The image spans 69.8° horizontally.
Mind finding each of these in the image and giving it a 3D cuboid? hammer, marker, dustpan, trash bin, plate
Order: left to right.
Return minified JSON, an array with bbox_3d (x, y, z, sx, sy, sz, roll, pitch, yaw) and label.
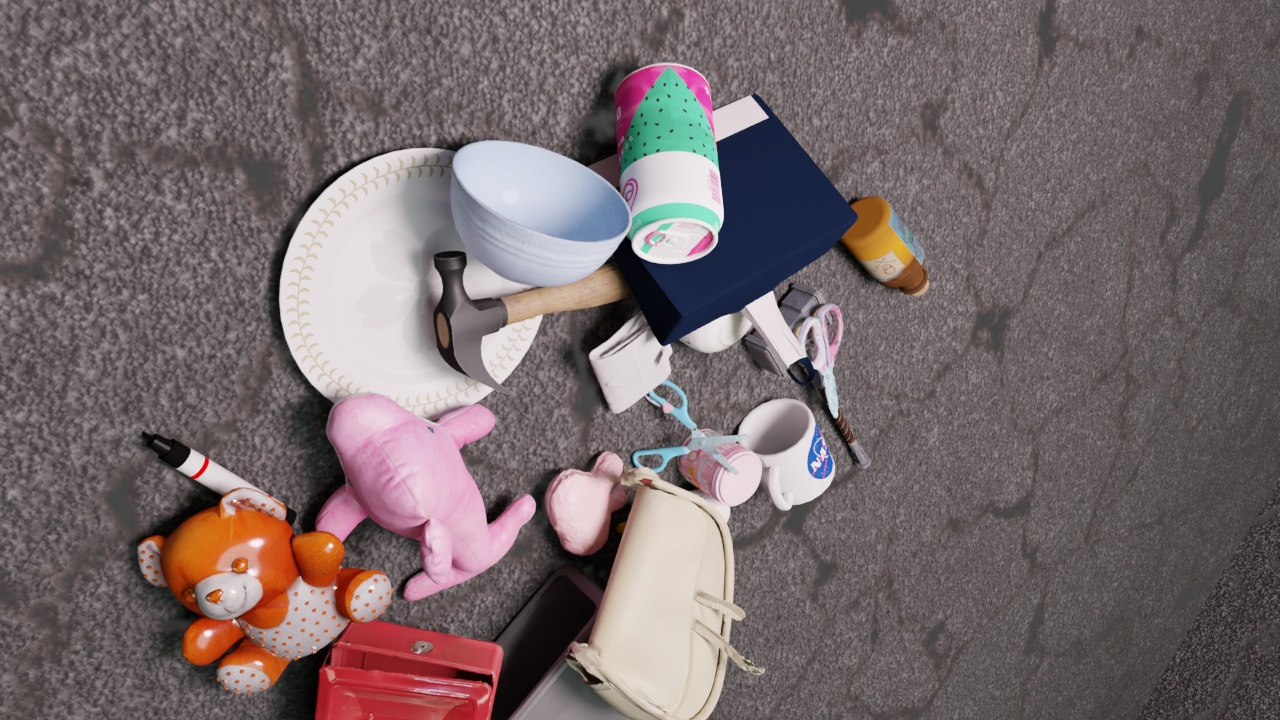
[{"bbox_3d":[-0.341,0.097,0.742,0.019,0.019,0.145,-51,130,-9],"label":"marker"},{"bbox_3d":[-0.189,-0.061,0.794,0.242,0.016,0.243,-15,116,-32],"label":"plate"},{"bbox_3d":[-0.062,0.363,1.012,0.191,0.098,0.220,-49,131,-11],"label":"trash bin"},{"bbox_3d":[-0.052,-0.062,0.868,0.304,0.040,0.132,-19,117,-37],"label":"hammer"},{"bbox_3d":[0.098,-0.101,0.902,0.235,0.273,0.080,-30,167,-27],"label":"dustpan"},{"bbox_3d":[0.233,0.046,1.142,0.098,0.044,0.322,-47,132,-12],"label":"hammer"}]

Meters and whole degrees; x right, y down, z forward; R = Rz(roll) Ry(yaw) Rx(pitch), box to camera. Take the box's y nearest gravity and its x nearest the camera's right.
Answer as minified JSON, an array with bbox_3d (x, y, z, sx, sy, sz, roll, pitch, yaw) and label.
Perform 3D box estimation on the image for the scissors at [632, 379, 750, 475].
[{"bbox_3d":[0.043,0.089,0.990,0.126,0.136,0.015,-48,173,17],"label":"scissors"}]

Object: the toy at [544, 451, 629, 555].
[{"bbox_3d":[-0.052,0.148,0.963,0.104,0.053,0.108,-39,127,-32],"label":"toy"}]

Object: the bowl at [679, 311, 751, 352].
[{"bbox_3d":[0.084,-0.054,0.958,0.104,0.054,0.105,-34,144,-30],"label":"bowl"}]

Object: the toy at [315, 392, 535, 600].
[{"bbox_3d":[-0.184,0.133,0.803,0.186,0.128,0.266,-35,138,-9],"label":"toy"}]

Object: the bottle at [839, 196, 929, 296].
[{"bbox_3d":[0.301,-0.127,1.102,0.157,0.068,0.068,36,85,-40],"label":"bottle"}]

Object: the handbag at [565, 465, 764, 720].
[{"bbox_3d":[0.032,0.240,0.911,0.184,0.132,0.228,36,61,-40],"label":"handbag"}]

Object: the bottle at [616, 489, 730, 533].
[{"bbox_3d":[0.034,0.178,1.036,0.146,0.051,0.051,-5,111,-35],"label":"bottle"}]

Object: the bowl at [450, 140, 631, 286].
[{"bbox_3d":[-0.089,-0.110,0.754,0.150,0.150,0.075,-4,133,-36],"label":"bowl"}]

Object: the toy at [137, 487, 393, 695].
[{"bbox_3d":[-0.311,0.186,0.751,0.164,0.092,0.172,-32,123,4],"label":"toy"}]

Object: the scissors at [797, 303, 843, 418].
[{"bbox_3d":[0.216,0.010,1.077,0.076,0.017,0.174,-40,136,-23],"label":"scissors"}]

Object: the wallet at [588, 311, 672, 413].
[{"bbox_3d":[-0.006,0.005,0.922,0.086,0.032,0.116,-40,154,-10],"label":"wallet"}]

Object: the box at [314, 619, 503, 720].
[{"bbox_3d":[-0.215,0.323,0.842,0.158,0.086,0.129,11,103,-4],"label":"box"}]

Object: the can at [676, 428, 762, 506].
[{"bbox_3d":[0.089,0.120,1.038,0.067,0.076,0.067,-15,116,-32],"label":"can"}]

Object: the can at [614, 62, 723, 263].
[{"bbox_3d":[0.024,-0.176,0.814,0.088,0.088,0.165,17,60,-40],"label":"can"}]

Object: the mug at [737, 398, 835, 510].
[{"bbox_3d":[0.169,0.119,1.076,0.090,0.091,0.121,59,36,-36],"label":"mug"}]
